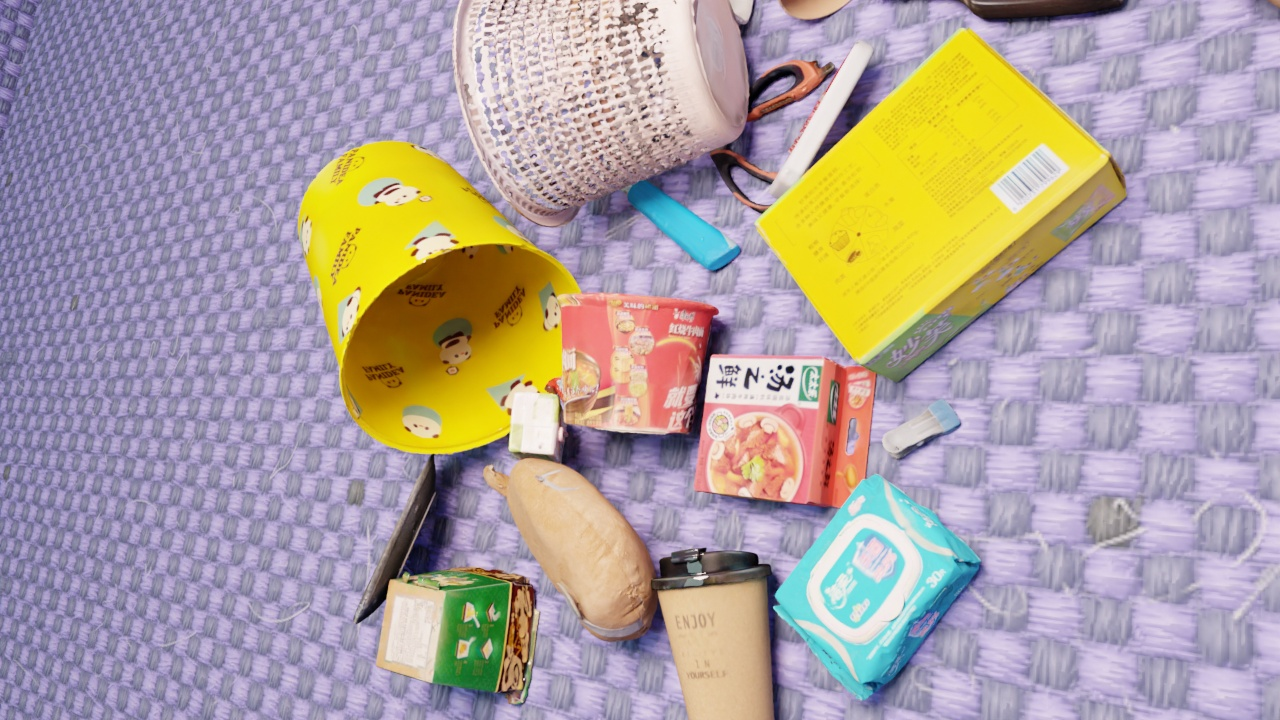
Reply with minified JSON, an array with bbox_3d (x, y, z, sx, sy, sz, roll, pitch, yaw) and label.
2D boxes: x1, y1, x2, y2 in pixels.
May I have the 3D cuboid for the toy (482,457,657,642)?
[{"bbox_3d":[-0.066,0.139,0.778,0.082,0.144,0.226,-28,50,-23],"label":"toy"}]

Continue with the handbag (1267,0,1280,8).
[{"bbox_3d":[0.433,-0.261,0.529,0.148,0.099,0.204,-38,57,14],"label":"handbag"}]

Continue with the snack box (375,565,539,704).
[{"bbox_3d":[-0.174,0.249,0.842,0.118,0.105,0.117,-2,77,38],"label":"snack box"}]

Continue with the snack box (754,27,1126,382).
[{"bbox_3d":[0.210,-0.110,0.671,0.210,0.070,0.157,-43,55,21],"label":"snack box"}]

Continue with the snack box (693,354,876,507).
[{"bbox_3d":[0.111,0.054,0.717,0.127,0.044,0.113,0,78,37],"label":"snack box"}]

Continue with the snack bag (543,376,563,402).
[{"bbox_3d":[-0.045,0.010,0.858,0.105,0.026,0.045,-40,73,20],"label":"snack bag"}]

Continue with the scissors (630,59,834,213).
[{"bbox_3d":[0.080,-0.202,0.832,0.227,0.015,0.188,-22,65,32],"label":"scissors"}]

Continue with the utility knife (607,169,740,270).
[{"bbox_3d":[0.022,-0.139,0.855,0.034,0.018,0.187,-48,53,3],"label":"utility knife"}]

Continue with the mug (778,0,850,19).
[{"bbox_3d":[0.141,-0.371,0.769,0.125,0.084,0.103,103,153,-57],"label":"mug"}]

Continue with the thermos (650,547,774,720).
[{"bbox_3d":[0.060,0.212,0.689,0.093,0.093,0.143,-15,76,34],"label":"thermos"}]

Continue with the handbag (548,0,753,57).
[{"bbox_3d":[0.015,-0.387,0.884,0.197,0.098,0.144,4,73,39],"label":"handbag"}]

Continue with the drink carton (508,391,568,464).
[{"bbox_3d":[-0.089,0.064,0.821,0.045,0.122,0.053,5,78,-1],"label":"drink carton"}]

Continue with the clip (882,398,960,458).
[{"bbox_3d":[0.203,0.052,0.667,0.056,0.026,0.024,-34,61,11],"label":"clip"}]

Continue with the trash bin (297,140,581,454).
[{"bbox_3d":[-0.211,-0.078,0.896,0.230,0.229,0.255,-52,48,14],"label":"trash bin"}]

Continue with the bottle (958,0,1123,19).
[{"bbox_3d":[0.267,-0.300,0.697,0.195,0.044,0.080,14,86,40],"label":"bottle"}]

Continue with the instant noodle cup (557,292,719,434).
[{"bbox_3d":[-0.005,0.004,0.771,0.138,0.137,0.108,3,88,38],"label":"instant noodle cup"}]

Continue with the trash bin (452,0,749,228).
[{"bbox_3d":[-0.019,-0.243,0.791,0.192,0.227,0.227,-8,73,25],"label":"trash bin"}]

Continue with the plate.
[{"bbox_3d":[-0.234,0.177,0.904,0.180,0.024,0.179,-63,8,15],"label":"plate"}]

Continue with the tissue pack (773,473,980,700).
[{"bbox_3d":[0.162,0.158,0.646,0.093,0.050,0.133,41,103,36],"label":"tissue pack"}]

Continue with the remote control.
[{"bbox_3d":[0.145,-0.193,0.741,0.020,0.056,0.136,31,84,-1],"label":"remote control"}]
